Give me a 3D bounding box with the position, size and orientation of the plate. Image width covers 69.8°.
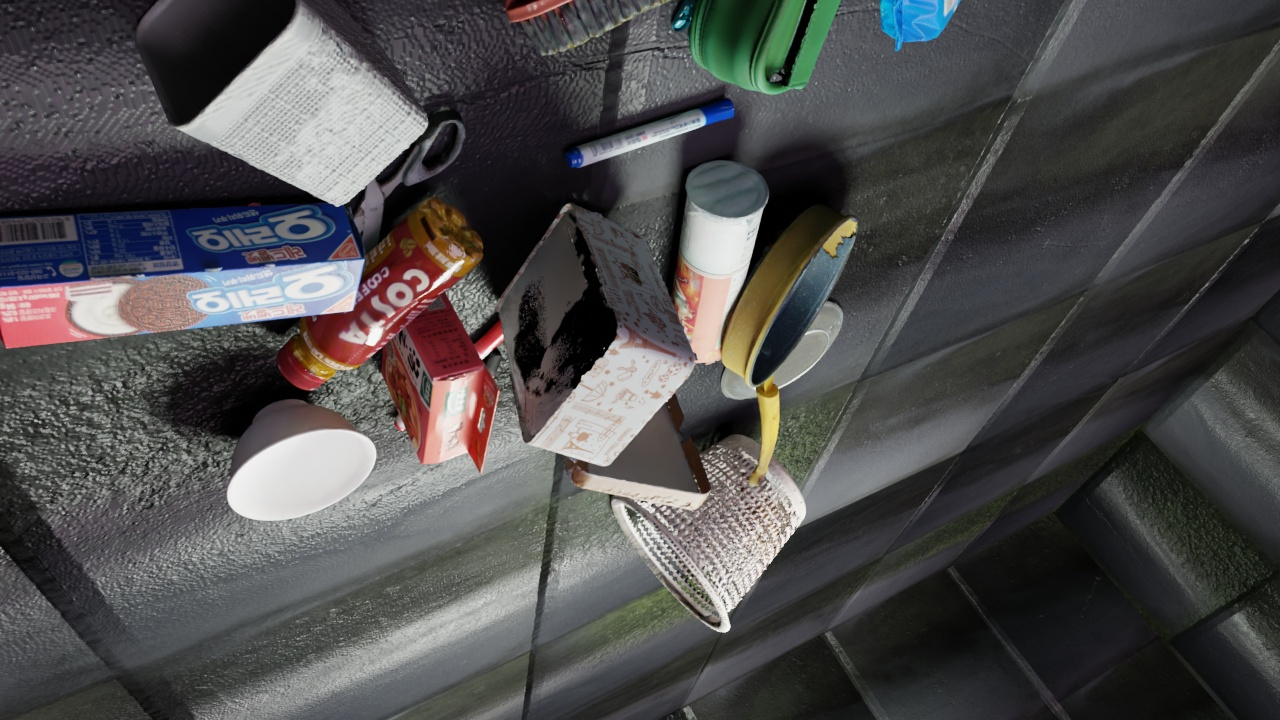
[{"bbox_3d":[0.181,-0.005,1.138,0.179,0.024,0.180,-24,149,-16],"label":"plate"}]

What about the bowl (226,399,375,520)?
[{"bbox_3d":[-0.287,0.071,0.758,0.118,0.064,0.118,-25,150,-15],"label":"bowl"}]

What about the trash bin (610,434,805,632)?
[{"bbox_3d":[0.103,0.211,1.220,0.191,0.227,0.228,-38,153,-17],"label":"trash bin"}]

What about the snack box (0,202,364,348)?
[{"bbox_3d":[-0.281,-0.058,0.571,0.207,0.057,0.058,-10,147,-32],"label":"snack box"}]

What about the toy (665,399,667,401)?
[{"bbox_3d":[-0.032,0.061,1.016,0.108,0.039,0.084,-40,132,19],"label":"toy"}]

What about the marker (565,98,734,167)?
[{"bbox_3d":[0.009,-0.179,0.721,0.145,0.017,0.017,-23,149,-18],"label":"marker"}]

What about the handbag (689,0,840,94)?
[{"bbox_3d":[0.100,-0.252,0.638,0.120,0.068,0.131,-16,136,-54],"label":"handbag"}]

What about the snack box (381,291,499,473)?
[{"bbox_3d":[-0.164,0.017,0.732,0.044,0.127,0.113,-15,145,-29],"label":"snack box"}]

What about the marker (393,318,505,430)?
[{"bbox_3d":[-0.171,0.014,0.834,0.145,0.017,0.017,-41,150,14],"label":"marker"}]

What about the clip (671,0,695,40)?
[{"bbox_3d":[0.042,-0.252,0.642,0.015,0.049,0.057,-1,132,-42],"label":"clip"}]

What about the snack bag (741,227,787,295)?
[{"bbox_3d":[0.132,-0.094,0.954,0.048,0.026,0.104,-22,152,-41],"label":"snack bag"}]

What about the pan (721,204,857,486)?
[{"bbox_3d":[0.148,0.001,0.975,0.197,0.078,0.358,-39,155,-43],"label":"pan"}]

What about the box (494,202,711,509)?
[{"bbox_3d":[-0.004,0.005,0.768,0.192,0.183,0.157,19,125,-33],"label":"box"}]

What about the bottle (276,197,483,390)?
[{"bbox_3d":[-0.194,-0.043,0.671,0.175,0.057,0.057,-38,150,16],"label":"bottle"}]

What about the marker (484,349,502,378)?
[{"bbox_3d":[-0.158,0.036,0.883,0.018,0.015,0.124,-7,139,-41],"label":"marker"}]

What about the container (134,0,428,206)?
[{"bbox_3d":[-0.188,-0.152,0.500,0.090,0.090,0.114,-39,153,11],"label":"container"}]

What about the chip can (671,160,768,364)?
[{"bbox_3d":[0.067,-0.084,0.862,0.071,0.071,0.215,-22,149,-19],"label":"chip can"}]

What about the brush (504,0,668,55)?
[{"bbox_3d":[-0.018,-0.246,0.560,0.145,0.063,0.069,-28,120,-5],"label":"brush"}]

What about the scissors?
[{"bbox_3d":[-0.185,-0.115,0.637,0.159,0.014,0.170,-29,152,-2],"label":"scissors"}]

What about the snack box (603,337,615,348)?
[{"bbox_3d":[-0.052,0.006,0.917,0.084,0.026,0.158,1,137,-33],"label":"snack box"}]

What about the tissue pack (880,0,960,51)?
[{"bbox_3d":[0.216,-0.310,0.658,0.157,0.052,0.095,-58,152,-15],"label":"tissue pack"}]
